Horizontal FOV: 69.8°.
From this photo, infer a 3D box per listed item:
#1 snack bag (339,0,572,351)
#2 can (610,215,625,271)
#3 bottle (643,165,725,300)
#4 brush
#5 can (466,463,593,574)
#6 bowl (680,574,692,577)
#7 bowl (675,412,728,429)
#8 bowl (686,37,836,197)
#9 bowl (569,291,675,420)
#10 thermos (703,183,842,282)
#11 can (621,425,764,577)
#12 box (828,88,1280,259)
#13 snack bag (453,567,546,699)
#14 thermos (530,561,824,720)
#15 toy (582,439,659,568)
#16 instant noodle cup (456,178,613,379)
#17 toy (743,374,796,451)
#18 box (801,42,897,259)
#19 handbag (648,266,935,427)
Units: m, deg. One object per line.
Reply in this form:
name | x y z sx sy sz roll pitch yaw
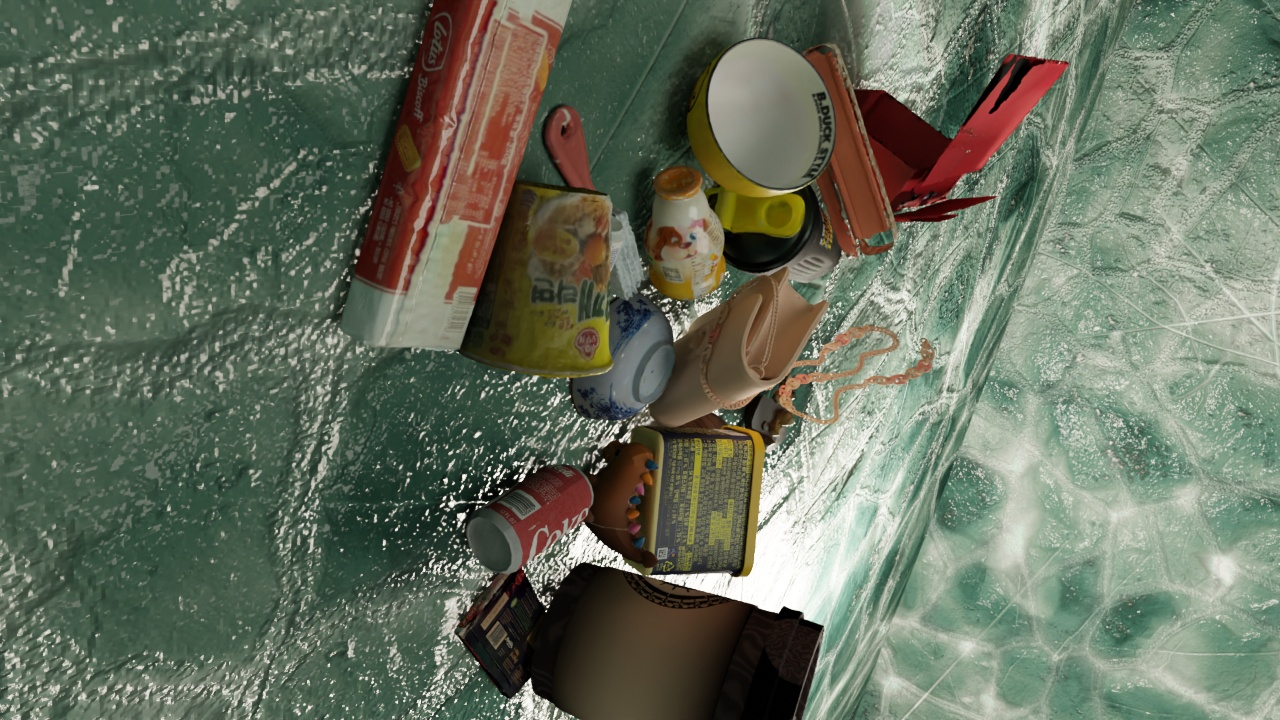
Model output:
snack bag | -0.098 -0.114 0.495 0.077 0.041 0.225 0 110 -61
can | -0.040 -0.055 0.628 0.032 0.032 0.095 -27 149 -51
bottle | 0.034 -0.098 0.713 0.063 0.063 0.109 -49 151 -28
brush | -0.028 -0.103 0.638 0.040 0.030 0.172 -53 150 -23
can | -0.082 0.118 0.700 0.096 0.054 0.054 -30 137 -48
bowl | 0.050 0.174 0.984 0.104 0.054 0.105 -44 148 -38
bowl | 0.065 0.109 0.911 0.119 0.032 0.119 0 91 -35
bowl | 0.085 -0.180 0.710 0.117 0.068 0.117 3 83 -26
bowl | -0.004 0.004 0.752 0.114 0.045 0.114 -41 145 -38
thermos | 0.127 -0.118 0.837 0.220 0.098 0.098 2 110 -68
can | 0.046 0.127 0.839 0.104 0.075 0.135 4 93 -23
box | 0.344 -0.163 0.838 0.211 0.410 0.108 -21 127 -53
snack bag | -0.110 0.232 0.784 0.074 0.018 0.155 -51 151 -27
thermos | 0.032 0.277 0.821 0.172 0.226 0.172 16 89 -72
toy | -0.007 0.122 0.786 0.070 0.103 0.090 3 122 -49
instant noodle cup | -0.058 -0.053 0.565 0.102 0.102 0.108 -12 115 -57
toy | 0.158 0.057 1.074 0.099 0.063 0.076 -57 133 -26
box | 0.171 -0.177 0.790 0.054 0.078 0.187 -26 106 -14
handbag | 0.124 0.027 0.782 0.199 0.187 0.116 -31 -155 57
